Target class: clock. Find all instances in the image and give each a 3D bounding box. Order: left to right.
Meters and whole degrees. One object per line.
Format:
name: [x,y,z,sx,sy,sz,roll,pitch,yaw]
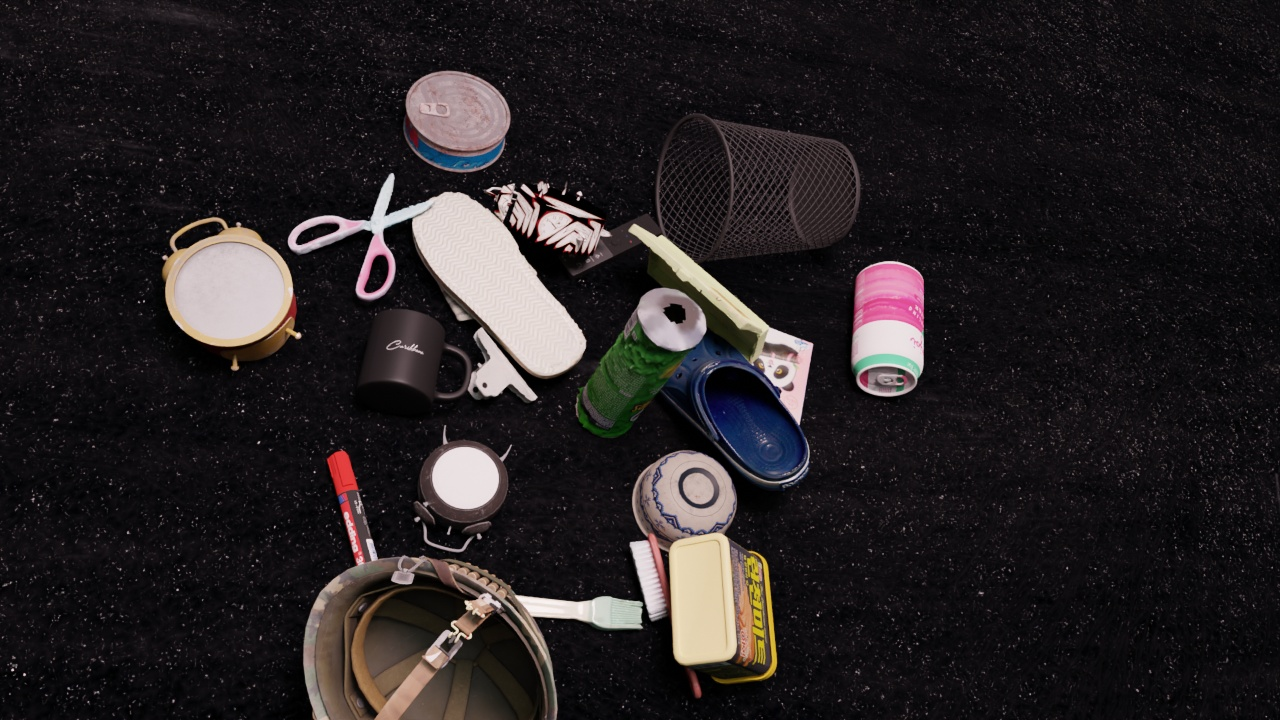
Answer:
clock: [-0.426,-0.074,0.952,0.117,0.081,0.159,-30,84,-19]
clock: [-0.183,0.132,0.944,0.091,0.044,0.122,18,58,-9]
clock: [-0.113,-0.186,1.106,0.155,0.065,0.114,27,20,14]

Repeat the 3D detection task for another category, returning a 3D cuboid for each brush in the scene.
brush: [-0.103,0.249,0.926,0.217,0.012,0.033,9,60,-13]
brush: [0.024,0.265,0.949,0.030,0.041,0.172,-15,69,-7]

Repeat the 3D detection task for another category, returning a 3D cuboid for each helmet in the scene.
helmet: [-0.177,0.263,0.762,0.224,0.236,0.192,36,90,-9]

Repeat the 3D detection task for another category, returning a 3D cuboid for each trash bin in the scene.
trash bin: [0.155,-0.216,1.182,0.209,0.185,0.184,-4,63,-27]

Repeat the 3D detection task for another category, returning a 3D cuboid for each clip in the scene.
clip: [-0.166,0.019,1.017,0.054,0.041,0.101,-43,102,-29]

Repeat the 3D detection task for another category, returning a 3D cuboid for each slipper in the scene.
slipper: [-0.166,-0.085,1.065,0.114,0.054,0.272,-31,71,-27]
slipper: [0.098,0.035,1.035,0.105,0.095,0.253,-36,62,-13]

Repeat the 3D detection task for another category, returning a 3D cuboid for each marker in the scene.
marker: [-0.281,0.160,0.907,0.021,0.024,0.145,-9,65,-32]

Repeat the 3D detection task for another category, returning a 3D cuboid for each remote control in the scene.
remote control: [-0.038,-0.146,1.167,0.149,0.013,0.034,-30,75,-30]

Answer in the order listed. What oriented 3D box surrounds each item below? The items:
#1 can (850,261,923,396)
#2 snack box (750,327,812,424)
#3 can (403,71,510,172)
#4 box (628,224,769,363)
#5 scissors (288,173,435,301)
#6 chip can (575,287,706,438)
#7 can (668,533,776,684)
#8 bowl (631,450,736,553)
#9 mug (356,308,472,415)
can: [0.320,-0.043,1.187,0.088,0.088,0.165,17,58,-9]
snack box: [0.155,0.032,1.122,0.088,0.033,0.153,20,58,-6]
can: [-0.234,-0.305,1.169,0.130,0.044,0.129,8,60,-15]
box: [0.072,-0.084,1.085,0.048,0.140,0.188,-46,67,-2]
scissors: [-0.323,-0.148,1.049,0.168,0.014,0.170,8,66,1]
chip can: [-0.005,0.007,0.967,0.075,0.224,0.075,10,60,-17]
can: [0.081,0.249,0.923,0.073,0.101,0.130,-16,58,24]
bowl: [0.054,0.150,1.006,0.115,0.059,0.115,8,60,-15]
mug: [-0.236,0.007,0.976,0.113,0.078,0.087,13,59,-16]
